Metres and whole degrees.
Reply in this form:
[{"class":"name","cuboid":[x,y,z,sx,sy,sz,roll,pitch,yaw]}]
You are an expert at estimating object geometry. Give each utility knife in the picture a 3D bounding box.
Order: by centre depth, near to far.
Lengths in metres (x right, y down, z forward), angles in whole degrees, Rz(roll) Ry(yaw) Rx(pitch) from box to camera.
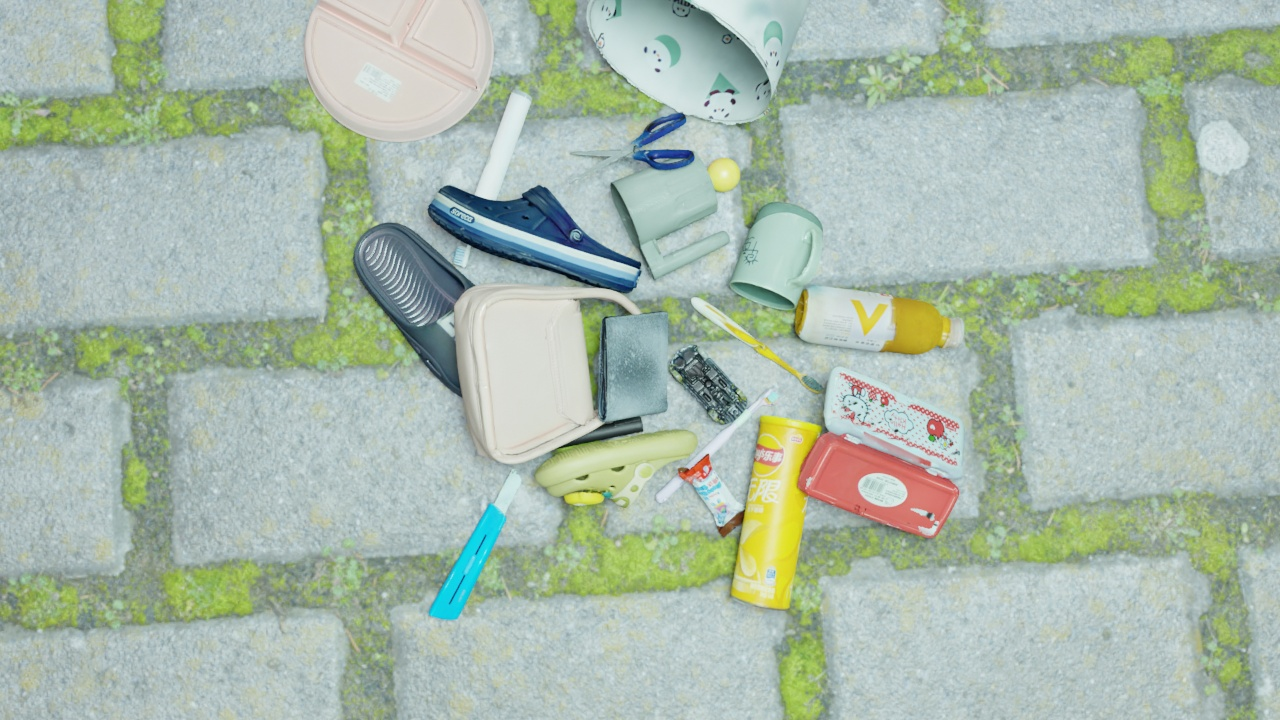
[{"class":"utility knife","cuboid":[-0.186,0.214,1.064,0.034,0.018,0.191,27,84,1]}]

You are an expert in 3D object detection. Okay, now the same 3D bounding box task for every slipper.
[{"class":"slipper","cuboid":[-0.112,-0.149,1.039,0.252,0.105,0.095,20,88,-10]},{"class":"slipper","cuboid":[-0.022,0.128,1.040,0.190,0.092,0.081,-13,88,-6]},{"class":"slipper","cuboid":[-0.233,-0.055,1.052,0.110,0.083,0.268,-45,86,-2]}]

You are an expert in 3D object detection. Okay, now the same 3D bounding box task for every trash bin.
[{"class":"trash bin","cuboid":[0.095,-0.438,1.027,0.229,0.230,0.251,26,79,1]}]

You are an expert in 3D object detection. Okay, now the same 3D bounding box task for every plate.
[{"class":"plate","cuboid":[-0.292,-0.377,1.102,0.229,0.028,0.229,0,86,-2]}]

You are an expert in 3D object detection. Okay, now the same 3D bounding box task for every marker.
[{"class":"marker","cuboid":[-0.062,0.087,1.074,0.132,0.022,0.020,-11,48,-2]}]

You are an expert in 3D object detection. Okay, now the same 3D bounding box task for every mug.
[{"class":"mug","cuboid":[0.167,-0.121,1.052,0.082,0.112,0.106,27,82,-30]},{"class":"mug","cuboid":[0.036,-0.170,1.068,0.103,0.084,0.124,-25,90,-5]}]

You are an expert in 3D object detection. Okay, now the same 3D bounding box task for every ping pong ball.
[{"class":"ping pong ball","cuboid":[0.098,-0.221,1.092,0.040,0.040,0.040,0,85,-2]}]

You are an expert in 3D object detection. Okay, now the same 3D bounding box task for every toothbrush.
[{"class":"toothbrush","cuboid":[0.089,0.102,1.079,0.189,0.029,0.021,-42,47,-2]},{"class":"toothbrush","cuboid":[0.139,-0.018,1.088,0.191,0.018,0.016,36,84,1]},{"class":"toothbrush","cuboid":[-0.177,-0.215,1.093,0.026,0.027,0.221,19,86,-5]}]

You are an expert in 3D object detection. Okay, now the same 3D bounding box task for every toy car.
[{"class":"toy car","cuboid":[0.079,0.028,1.076,0.049,0.031,0.105,-41,82,-6]}]

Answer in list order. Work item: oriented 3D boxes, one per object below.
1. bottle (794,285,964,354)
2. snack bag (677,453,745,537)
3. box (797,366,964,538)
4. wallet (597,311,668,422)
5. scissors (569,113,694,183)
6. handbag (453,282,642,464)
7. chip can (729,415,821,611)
[{"class":"bottle","cuboid":[0.278,-0.044,1.069,0.189,0.068,0.068,8,85,-1]},{"class":"snack bag","cuboid":[0.086,0.154,1.064,0.045,0.026,0.105,-38,107,-7]},{"class":"box","cuboid":[0.281,0.107,1.040,0.201,0.060,0.161,21,83,-22]},{"class":"wallet","cuboid":[-0.006,0.006,1.043,0.097,0.019,0.121,-8,104,-42]},{"class":"scissors","cuboid":[-0.005,-0.245,1.070,0.175,0.012,0.162,-39,44,-24]},{"class":"handbag","cuboid":[-0.086,0.000,1.027,0.233,0.093,0.193,-12,107,-24]},{"class":"chip can","cuboid":[0.153,0.172,1.049,0.072,0.072,0.213,11,86,-1]}]
